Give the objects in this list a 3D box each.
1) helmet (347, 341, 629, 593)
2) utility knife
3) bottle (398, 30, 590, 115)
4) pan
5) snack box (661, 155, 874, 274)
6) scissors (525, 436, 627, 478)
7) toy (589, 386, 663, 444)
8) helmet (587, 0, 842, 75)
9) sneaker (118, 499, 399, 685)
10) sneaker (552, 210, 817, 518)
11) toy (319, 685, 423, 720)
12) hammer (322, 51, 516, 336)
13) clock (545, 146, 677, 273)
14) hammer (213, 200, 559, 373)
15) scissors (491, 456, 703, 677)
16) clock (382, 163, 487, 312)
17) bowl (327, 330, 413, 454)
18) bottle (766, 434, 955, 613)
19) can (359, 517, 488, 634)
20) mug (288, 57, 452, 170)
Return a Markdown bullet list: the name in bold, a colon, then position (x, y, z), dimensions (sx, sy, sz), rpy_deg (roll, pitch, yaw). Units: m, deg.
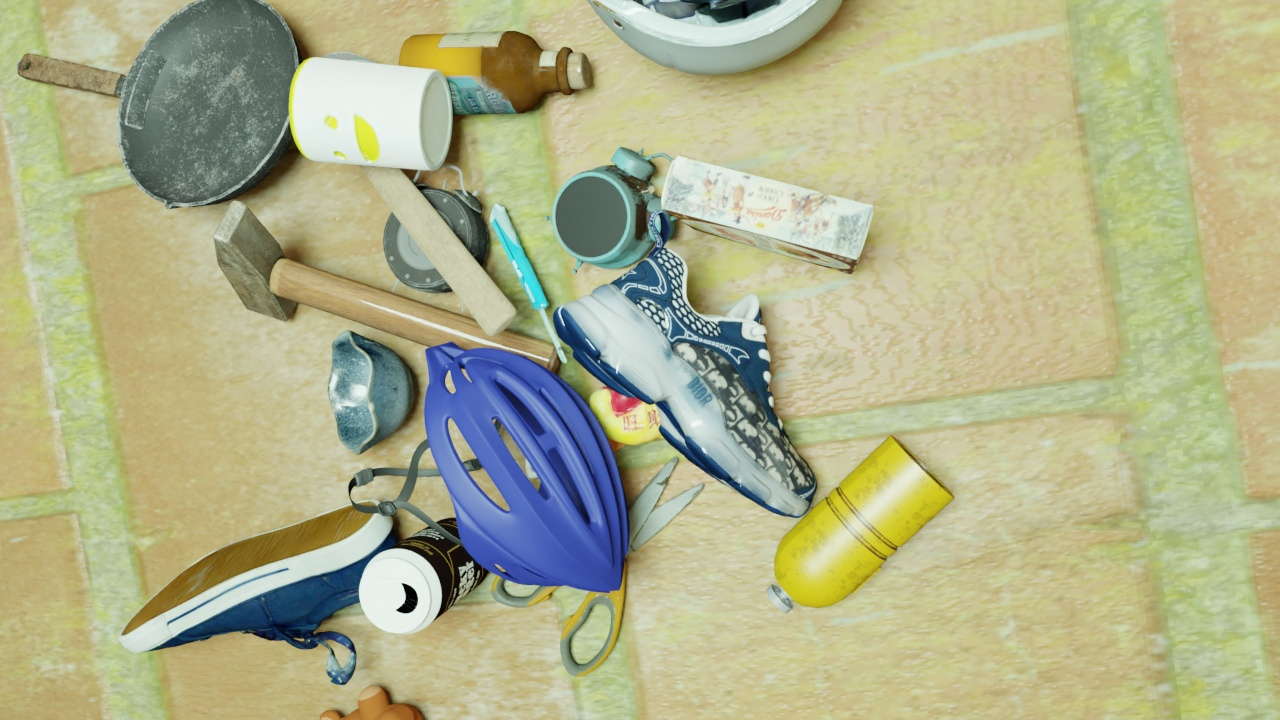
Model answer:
- **helmet**: position (-0.129, 0.105, 0.760), dimensions (0.228, 0.147, 0.241), rpy_deg (-28, 89, 24)
- **utility knife**: position (-0.095, -0.067, 0.799), dimensions (0.158, 0.015, 0.022), rpy_deg (63, 143, 16)
- **bottle**: position (-0.121, -0.245, 0.783), dimensions (0.157, 0.067, 0.068), rpy_deg (2, 94, 12)
- **pan**: position (-0.455, -0.251, 0.862), dimensions (0.357, 0.040, 0.207), rpy_deg (15, 86, 22)
- **snack box**: position (0.100, -0.109, 0.705), dimensions (0.147, 0.143, 0.041), rpy_deg (17, 95, 10)
- **scissors**: position (-0.050, 0.074, 0.820), dimensions (0.084, 0.012, 0.133), rpy_deg (42, 97, 9)
- **toy**: position (-0.005, 0.005, 0.779), dimensions (0.105, 0.067, 0.137), rpy_deg (-27, 94, -2)
- **helmet**: position (0.054, -0.342, 0.690), dimensions (0.237, 0.163, 0.264), rpy_deg (-23, 83, 9)
- **sneaker**: position (-0.344, 0.237, 0.862), dimensions (0.295, 0.120, 0.127), rpy_deg (-19, 112, 11)
- **sneaker**: position (0.065, 0.011, 0.727), dimensions (0.269, 0.103, 0.132), rpy_deg (44, 80, -19)
- **toy**: position (-0.260, 0.358, 0.861), dimensions (0.128, 0.065, 0.095), rpy_deg (-17, 92, 18)
- **hammer**: position (-0.211, -0.146, 0.789), dimensions (0.119, 0.030, 0.331), rpy_deg (-43, 68, 8)
- **clock**: position (-0.019, -0.128, 0.773), dimensions (0.124, 0.053, 0.090), rpy_deg (-30, 86, 24)
- **hammer**: position (-0.214, -0.044, 0.799), dimensions (0.301, 0.158, 0.037), rpy_deg (18, 68, -2)
- **scissors**: position (-0.041, 0.171, 0.822), dimensions (0.166, 0.016, 0.225), rpy_deg (29, 99, 8)
- **clock**: position (-0.180, -0.110, 0.817), dimensions (0.091, 0.043, 0.123), rpy_deg (12, 91, 16)
- **bowl**: position (-0.239, 0.027, 0.826), dimensions (0.110, 0.055, 0.110), rpy_deg (9, 101, 53)
- **bottle**: position (0.170, 0.143, 0.746), dimensions (0.071, 0.071, 0.164), rpy_deg (45, 102, 6)
- **can**: position (-0.184, 0.184, 0.796), dimensions (0.072, 0.128, 0.072), rpy_deg (1, 94, 12)
- **mug**: position (-0.216, -0.199, 0.745), dimensions (0.106, 0.082, 0.082), rpy_deg (6, 95, 6)
